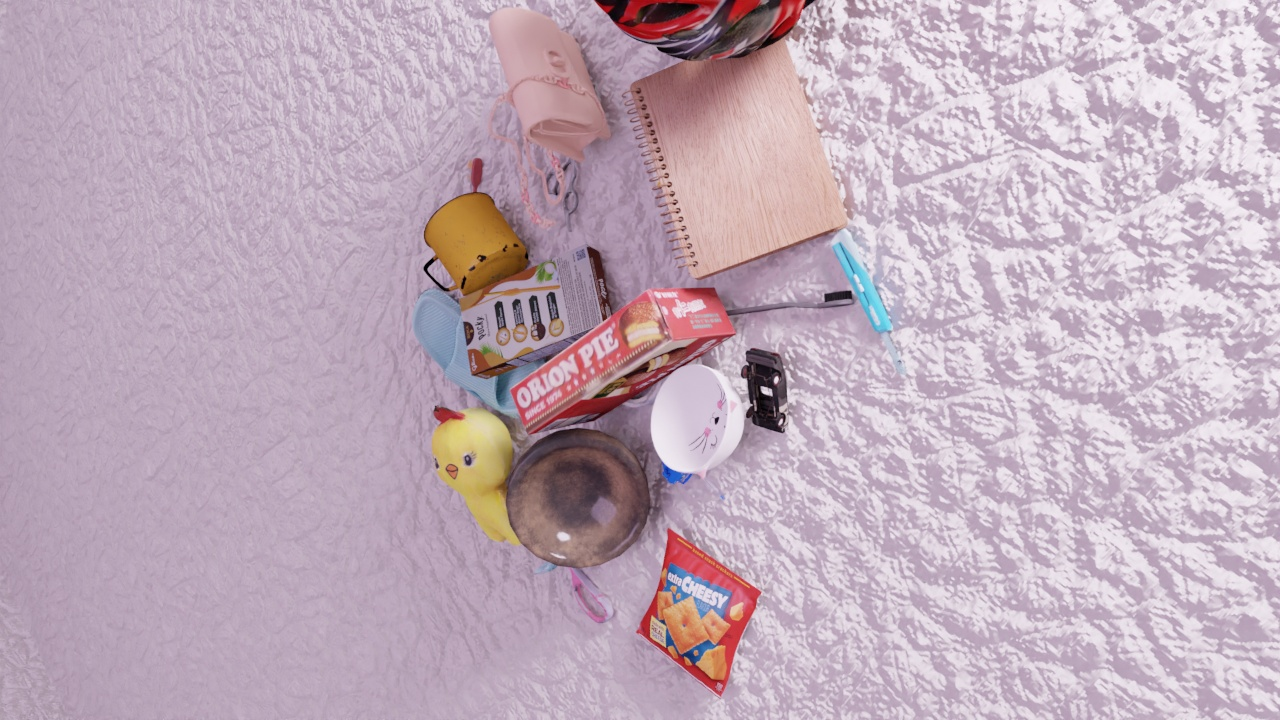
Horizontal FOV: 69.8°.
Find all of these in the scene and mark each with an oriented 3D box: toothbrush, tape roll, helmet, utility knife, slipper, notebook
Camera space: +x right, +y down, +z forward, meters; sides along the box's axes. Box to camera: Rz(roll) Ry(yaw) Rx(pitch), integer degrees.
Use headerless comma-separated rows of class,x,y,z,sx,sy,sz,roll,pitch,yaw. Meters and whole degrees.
toothbrush,-0.227,-0.176,1.216,0.016,0.015,0.184,21,109,39
toothbrush,0.139,-0.054,0.928,0.168,0.012,0.013,-6,84,40
tape roll,-0.006,0.006,1.053,0.094,0.018,0.094,6,99,39
helmet,0.056,-0.369,0.837,0.272,0.217,0.167,44,154,38
utility knife,0.218,-0.055,0.862,0.022,0.015,0.148,-33,77,41
slipper,-0.229,-0.011,1.205,0.276,0.069,0.116,33,118,33
notebook,0.089,-0.201,0.900,0.169,0.022,0.210,-19,83,13

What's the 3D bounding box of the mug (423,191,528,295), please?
mug,-0.212,-0.133,1.146,0.124,0.100,0.094,-38,71,6

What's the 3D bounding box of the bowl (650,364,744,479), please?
bowl,0.068,0.064,0.968,0.115,0.050,0.114,-16,69,46

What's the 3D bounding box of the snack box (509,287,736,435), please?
snack box,-0.023,0.002,0.980,0.237,0.113,0.060,-33,74,38

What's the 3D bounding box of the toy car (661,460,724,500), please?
toy car,0.056,0.113,1.020,0.033,0.061,0.091,-55,33,33

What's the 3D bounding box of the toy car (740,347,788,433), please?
toy car,0.129,0.029,0.924,0.040,0.037,0.092,16,131,36

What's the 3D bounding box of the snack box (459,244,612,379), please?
snack box,-0.126,-0.055,1.091,0.186,0.031,0.101,-20,71,23

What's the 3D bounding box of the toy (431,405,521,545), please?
toy,-0.206,0.146,1.196,0.134,0.092,0.207,-7,101,46

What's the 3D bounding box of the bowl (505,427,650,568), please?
bowl,-0.071,0.150,1.052,0.162,0.070,0.162,-1,107,-3

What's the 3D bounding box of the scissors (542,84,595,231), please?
scissors,-0.074,-0.238,1.077,0.160,0.014,0.120,-52,53,33

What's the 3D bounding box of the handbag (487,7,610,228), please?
handbag,-0.140,-0.272,1.048,0.188,0.116,0.198,-33,68,34

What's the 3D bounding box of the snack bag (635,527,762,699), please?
snack bag,0.062,0.279,1.017,0.131,0.039,0.144,30,114,34

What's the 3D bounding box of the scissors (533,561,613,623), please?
scissors,-0.079,0.241,1.148,0.170,0.013,0.175,45,122,31

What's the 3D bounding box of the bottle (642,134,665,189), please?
bottle,0.032,-0.233,0.961,0.063,0.063,0.109,-24,80,39
